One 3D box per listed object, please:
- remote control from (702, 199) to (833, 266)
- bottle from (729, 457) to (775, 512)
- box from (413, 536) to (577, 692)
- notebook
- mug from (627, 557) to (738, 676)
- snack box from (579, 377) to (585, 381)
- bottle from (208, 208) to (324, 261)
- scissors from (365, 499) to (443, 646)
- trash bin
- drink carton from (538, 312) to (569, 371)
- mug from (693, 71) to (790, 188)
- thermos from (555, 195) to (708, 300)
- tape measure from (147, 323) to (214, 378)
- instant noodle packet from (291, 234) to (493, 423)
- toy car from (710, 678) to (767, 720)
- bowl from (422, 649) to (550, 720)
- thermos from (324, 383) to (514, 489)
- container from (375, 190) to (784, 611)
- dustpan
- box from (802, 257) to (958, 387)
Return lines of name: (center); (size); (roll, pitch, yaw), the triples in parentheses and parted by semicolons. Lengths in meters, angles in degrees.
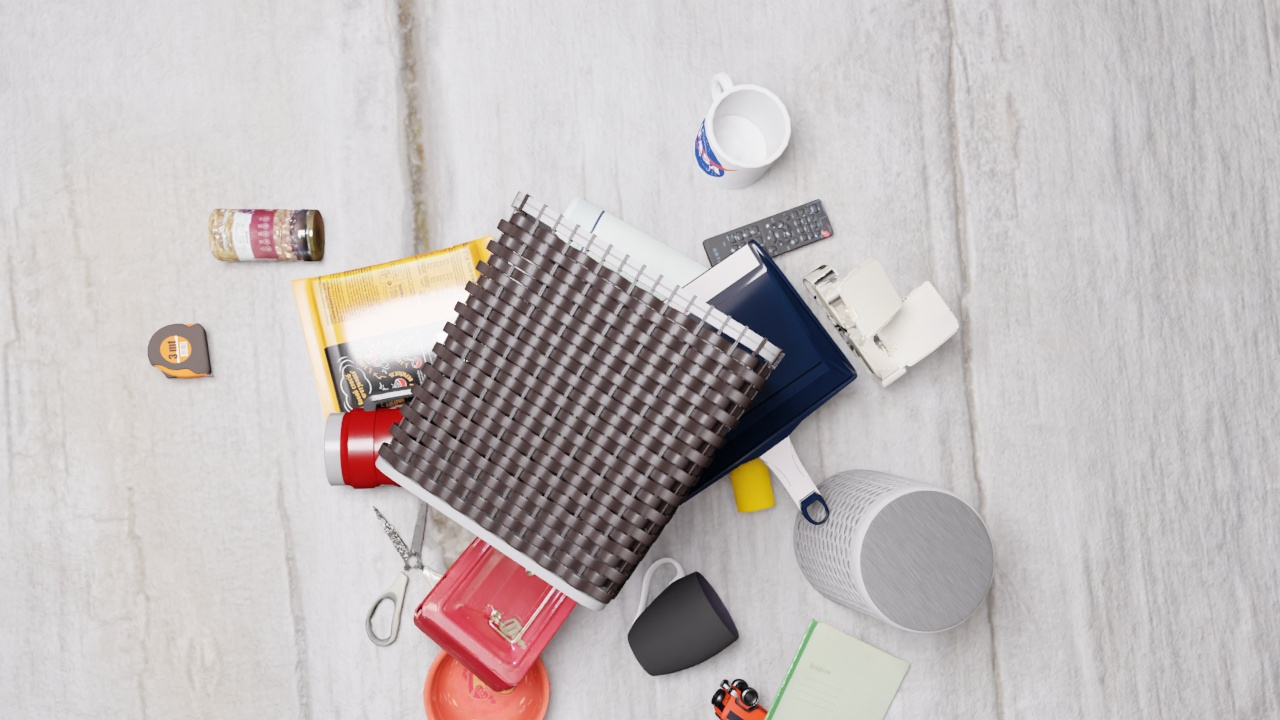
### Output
remote control: (0.146, -0.140, 1.053); (0.150, 0.022, 0.047); (-20, 88, -9)
bottle: (0.115, 0.094, 1.021); (0.043, 0.043, 0.143); (-11, 87, -7)
box: (-0.136, 0.239, 0.934); (0.129, 0.087, 0.157); (38, 57, 6)
notebook: (0.183, 0.414, 0.978); (0.182, 0.010, 0.252); (32, 82, -34)
mug: (0.033, 0.275, 0.988); (0.100, 0.085, 0.118); (-35, 60, 5)
snack box: (-0.006, 0.006, 1.000); (0.121, 0.072, 0.072); (-43, 91, -7)
bottle: (-0.395, -0.133, 0.975); (0.105, 0.056, 0.056); (-1, 86, -6)
scissors: (-0.243, 0.235, 0.987); (0.171, 0.012, 0.157); (36, 82, -3)
trash bin: (0.261, 0.196, 0.959); (0.156, 0.183, 0.156); (0, 86, -6)
drink carton: (-0.089, -0.044, 1.010); (0.044, 0.038, 0.129); (8, 85, -6)
mug: (0.106, -0.261, 1.021); (0.091, 0.090, 0.121); (-19, 88, -7)
thermos: (0.012, -0.099, 1.012); (0.230, 0.068, 0.068); (29, 83, -4)
tape measure: (-0.485, -0.008, 0.967); (0.058, 0.038, 0.058); (-8, 87, -21)
instant noodle packet: (-0.249, -0.035, 0.995); (0.220, 0.032, 0.160); (-14, 90, -7)
toy car: (0.125, 0.388, 0.997); (0.100, 0.051, 0.048); (37, 80, -2)
bowl: (-0.162, 0.347, 0.971); (0.130, 0.045, 0.130); (0, 86, -6)
thermos: (-0.223, 0.078, 0.962); (0.198, 0.084, 0.108); (-1, 103, -8)
container: (-0.048, 0.041, 0.812); (0.245, 0.247, 0.243); (32, 89, 7)
dustpan: (0.108, 0.051, 0.953); (0.236, 0.080, 0.273); (-35, 103, -8)
box: (0.262, -0.055, 0.964); (0.105, 0.187, 0.143); (-36, 96, 7)
